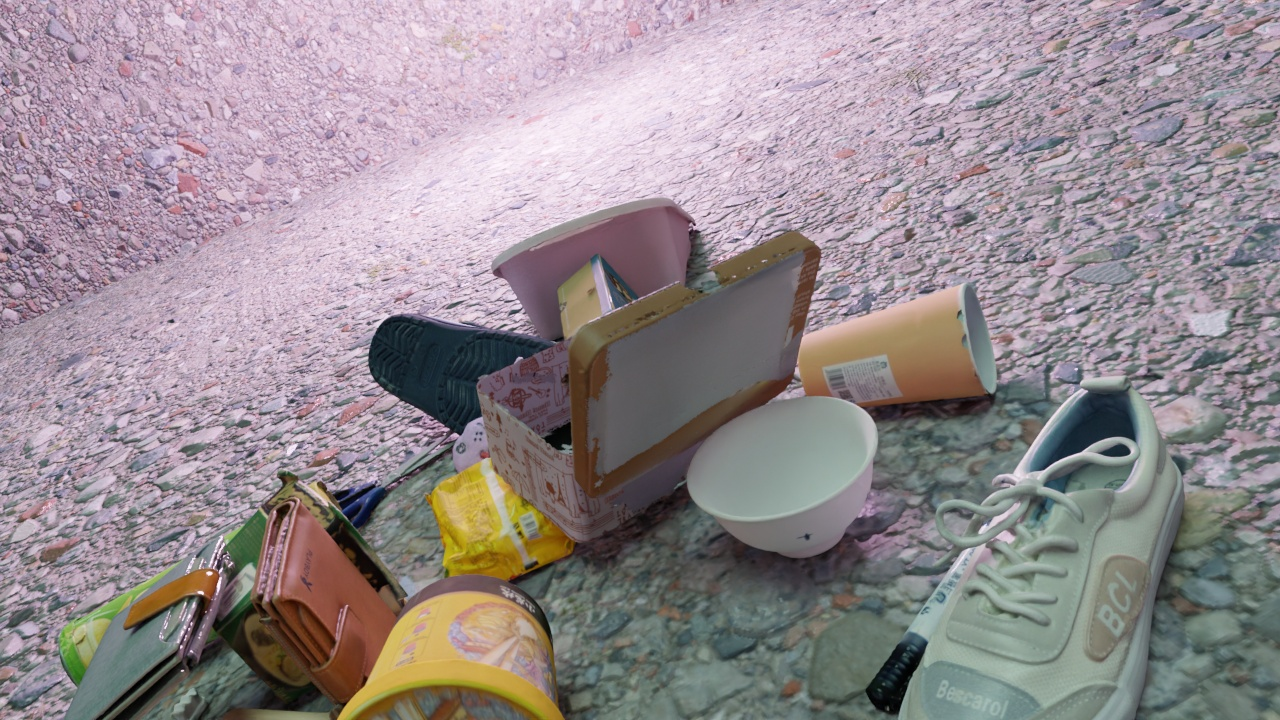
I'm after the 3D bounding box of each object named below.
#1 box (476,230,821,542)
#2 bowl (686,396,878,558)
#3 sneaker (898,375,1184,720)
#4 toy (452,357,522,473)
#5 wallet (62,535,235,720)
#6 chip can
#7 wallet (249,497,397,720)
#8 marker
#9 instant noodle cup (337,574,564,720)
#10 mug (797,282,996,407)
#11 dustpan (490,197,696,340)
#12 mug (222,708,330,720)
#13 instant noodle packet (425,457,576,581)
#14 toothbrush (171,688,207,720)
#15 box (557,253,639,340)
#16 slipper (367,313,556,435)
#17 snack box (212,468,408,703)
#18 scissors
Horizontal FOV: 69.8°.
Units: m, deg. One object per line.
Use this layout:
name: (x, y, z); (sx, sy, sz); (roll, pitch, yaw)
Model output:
box: (-0.010, 0.000, 0.631); (0.179, 0.227, 0.156); (-27, 51, -27)
bowl: (0.094, 0.082, 0.565); (0.118, 0.065, 0.118); (-18, 26, 9)
sneaker: (0.192, 0.096, 0.429); (0.090, 0.091, 0.241); (4, 38, 46)
toy: (-0.108, 0.064, 0.760); (0.108, 0.084, 0.039); (-45, -8, 3)
wallet: (-0.299, 0.168, 0.556); (0.106, 0.037, 0.129); (-42, 24, 3)
chip can: (-0.335, 0.181, 0.723); (0.221, 0.072, 0.072); (-31, 27, -15)
wallet: (-0.181, 0.157, 0.548); (0.031, 0.132, 0.107); (-29, 26, 0)
marker: (0.159, 0.129, 0.476); (0.023, 0.018, 0.130); (18, 48, 42)
instant noodle cup: (-0.094, 0.182, 0.482); (0.118, 0.118, 0.114); (-22, 18, 3)
mug: (0.179, -0.002, 0.651); (0.123, 0.078, 0.078); (-14, 27, 30)
dustpan: (-0.051, -0.135, 1.013); (0.223, 0.139, 0.273); (-21, 26, 6)
mug: (-0.240, 0.245, 0.517); (0.104, 0.084, 0.124); (-9, 22, 30)
instant noodle packet: (-0.103, 0.117, 0.686); (0.110, 0.044, 0.128); (-25, 28, -7)
toothbrush: (-0.333, 0.286, 0.585); (0.016, 0.016, 0.179); (-16, 27, 20)
box: (-0.026, -0.028, 0.835); (0.059, 0.090, 0.184); (-40, 26, 9)
slipper: (-0.150, 0.019, 0.865); (0.253, 0.105, 0.095); (13, 0, 31)
snack box: (-0.240, 0.161, 0.638); (0.105, 0.117, 0.118); (-42, 32, -25)
scissors: (-0.230, 0.115, 0.831); (0.171, 0.012, 0.140); (-21, 25, 5)
